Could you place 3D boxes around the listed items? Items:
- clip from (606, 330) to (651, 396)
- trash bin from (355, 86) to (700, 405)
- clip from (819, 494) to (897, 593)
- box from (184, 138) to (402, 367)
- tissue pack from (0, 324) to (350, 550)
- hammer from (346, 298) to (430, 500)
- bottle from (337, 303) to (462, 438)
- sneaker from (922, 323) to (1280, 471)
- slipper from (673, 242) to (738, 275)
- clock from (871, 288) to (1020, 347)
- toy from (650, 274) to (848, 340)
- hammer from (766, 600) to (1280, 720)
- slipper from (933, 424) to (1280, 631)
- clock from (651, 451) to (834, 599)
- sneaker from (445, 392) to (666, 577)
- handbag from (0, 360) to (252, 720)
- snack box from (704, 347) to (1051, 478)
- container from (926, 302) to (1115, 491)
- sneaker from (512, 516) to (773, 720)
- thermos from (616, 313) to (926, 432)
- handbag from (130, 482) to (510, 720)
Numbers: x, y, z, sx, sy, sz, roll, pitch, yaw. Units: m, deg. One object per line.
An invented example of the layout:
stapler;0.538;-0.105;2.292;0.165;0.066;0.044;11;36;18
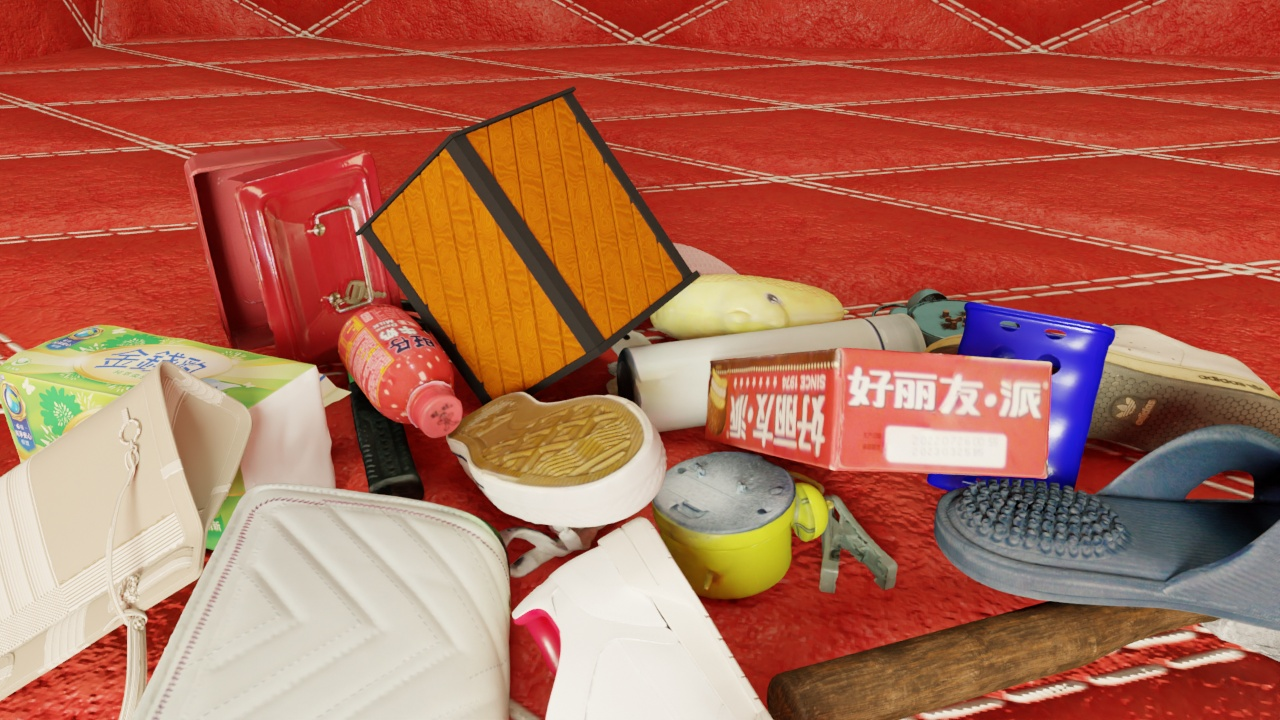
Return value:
clip;-0.003;0.006;0.762;0.101;0.044;0.054;-21;45;-35
trash bin;-0.083;-0.080;0.693;0.140;0.172;0.139;-29;8;42
clip;0.121;0.107;0.550;0.061;0.023;0.075;-1;29;-4
box;-0.276;-0.089;0.734;0.127;0.157;0.136;18;31;38
tissue pack;-0.289;0.035;0.613;0.198;0.120;0.141;15;28;15
hammer;-0.213;0.020;0.723;0.130;0.032;0.318;-10;29;-19
bottle;-0.164;0.010;0.642;0.061;0.062;0.137;-17;33;-29
sneaker;0.324;0.008;0.661;0.242;0.089;0.102;11;38;12
slipper;0.005;-0.074;0.871;0.221;0.056;0.107;-10;29;-37
clock;0.251;-0.021;0.763;0.124;0.053;0.089;23;35;38
toy;0.093;-0.040;0.780;0.170;0.064;0.155;1;3;1
hammer;0.211;0.150;0.413;0.300;0.037;0.217;-6;27;-23
slipper;0.283;0.072;0.455;0.263;0.083;0.101;4;23;0
clock;0.059;0.089;0.539;0.118;0.057;0.083;-25;30;-34
sneaker;-0.049;0.074;0.546;0.118;0.088;0.241;-32;14;-20
handbag;-0.271;0.126;0.437;0.176;0.062;0.197;-31;51;10
snack box;0.122;0.028;0.543;0.113;0.060;0.236;3;-2;-10
container;0.234;0.032;0.568;0.084;0.113;0.085;13;0;26
sneaker;0.006;0.172;0.373;0.104;0.090;0.236;-28;40;-7
thermos;0.100;0.009;0.695;0.230;0.068;0.068;-7;28;-13
handbag;-0.127;0.149;0.399;0.142;0.096;0.198;11;25;-11
